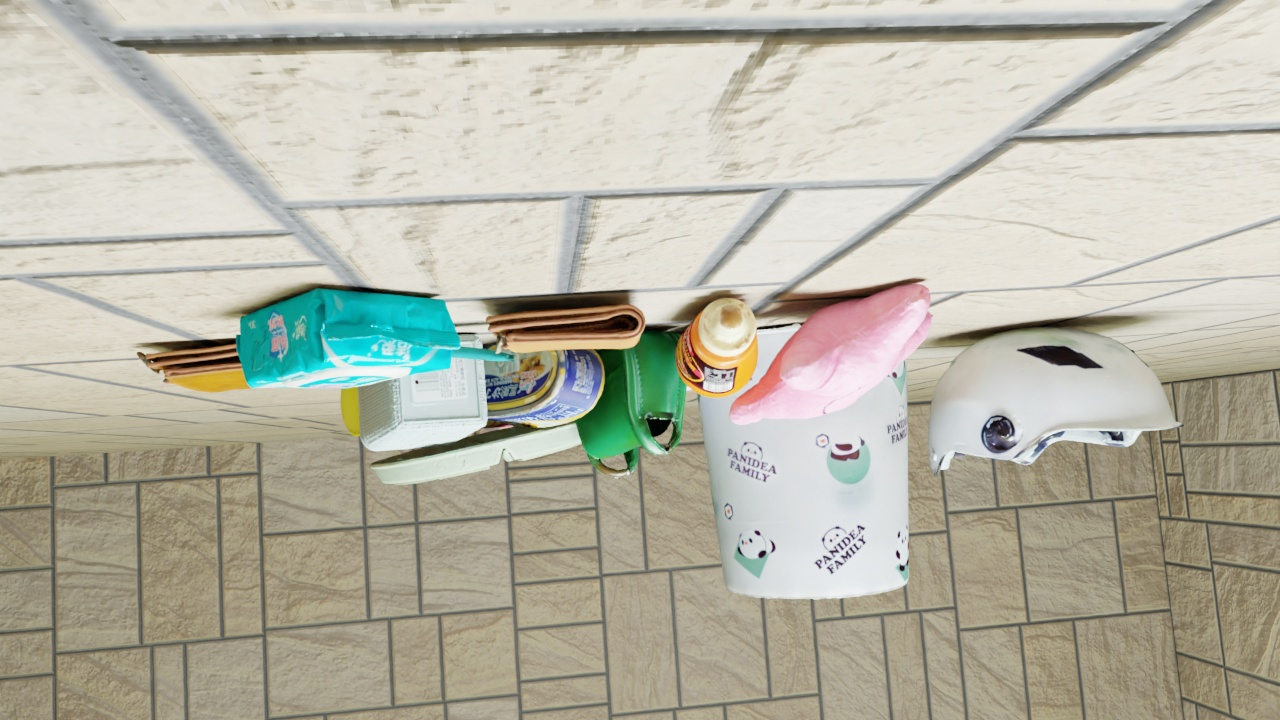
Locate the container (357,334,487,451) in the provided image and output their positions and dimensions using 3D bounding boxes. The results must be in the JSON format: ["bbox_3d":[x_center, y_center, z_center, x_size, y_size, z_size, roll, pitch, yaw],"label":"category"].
[{"bbox_3d":[-0.184,0.026,0.779,0.089,0.090,0.112,-2,171,-28],"label":"container"}]

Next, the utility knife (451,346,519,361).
[{"bbox_3d":[-0.168,-0.008,0.702,0.157,0.013,0.029,6,180,1],"label":"utility knife"}]

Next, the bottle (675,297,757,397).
[{"bbox_3d":[0.062,-0.014,0.700,0.067,0.066,0.149,-4,167,-1],"label":"bottle"}]

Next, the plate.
[{"bbox_3d":[-0.153,0.088,0.918,0.230,0.027,0.230,-11,-179,0],"label":"plate"}]

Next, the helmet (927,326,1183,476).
[{"bbox_3d":[0.440,0.035,1.014,0.228,0.145,0.259,-3,166,-29],"label":"helmet"}]

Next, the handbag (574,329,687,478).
[{"bbox_3d":[-0.009,0.037,0.818,0.067,0.120,0.132,-1,164,-28],"label":"handbag"}]

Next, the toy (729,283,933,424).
[{"bbox_3d":[0.166,-0.009,0.720,0.178,0.074,0.195,-25,169,-20],"label":"toy"}]

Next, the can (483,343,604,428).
[{"bbox_3d":[-0.099,0.019,0.816,0.148,0.074,0.049,-9,162,44],"label":"can"}]

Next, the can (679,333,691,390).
[{"bbox_3d":[0.040,0.002,0.857,0.053,0.053,0.135,-1,174,-26],"label":"can"}]

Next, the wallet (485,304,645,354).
[{"bbox_3d":[-0.052,-0.021,0.664,0.108,0.031,0.132,-2,178,-1],"label":"wallet"}]

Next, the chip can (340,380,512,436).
[{"bbox_3d":[-0.211,0.043,0.998,0.210,0.071,0.072,1,173,-41],"label":"chip can"}]

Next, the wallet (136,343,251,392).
[{"bbox_3d":[-0.332,0.008,0.752,0.119,0.035,0.131,-3,173,-8],"label":"wallet"}]

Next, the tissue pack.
[{"bbox_3d":[-0.187,-0.011,0.582,0.134,0.050,0.093,-10,171,44],"label":"tissue pack"}]

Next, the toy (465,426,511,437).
[{"bbox_3d":[-0.182,0.070,1.178,0.105,0.066,0.157,-47,-170,11],"label":"toy"}]

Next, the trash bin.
[{"bbox_3d":[0.167,0.100,0.934,0.229,0.251,0.229,-3,175,0],"label":"trash bin"}]
